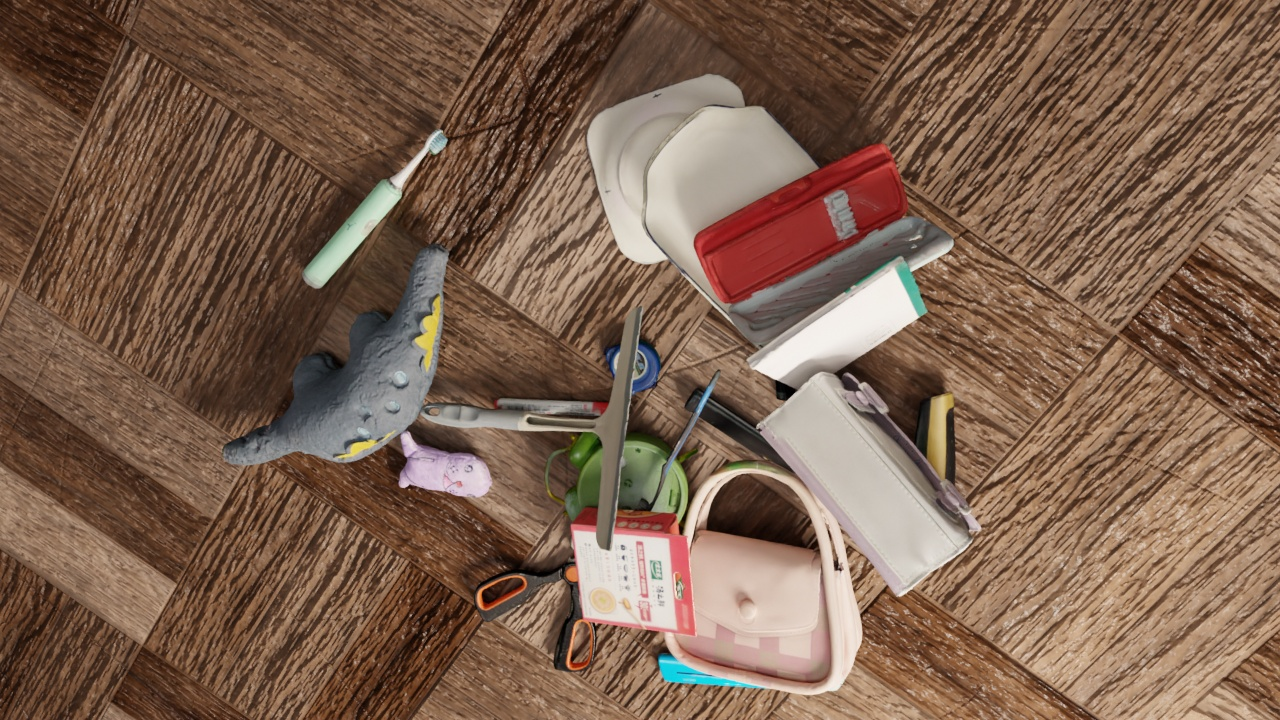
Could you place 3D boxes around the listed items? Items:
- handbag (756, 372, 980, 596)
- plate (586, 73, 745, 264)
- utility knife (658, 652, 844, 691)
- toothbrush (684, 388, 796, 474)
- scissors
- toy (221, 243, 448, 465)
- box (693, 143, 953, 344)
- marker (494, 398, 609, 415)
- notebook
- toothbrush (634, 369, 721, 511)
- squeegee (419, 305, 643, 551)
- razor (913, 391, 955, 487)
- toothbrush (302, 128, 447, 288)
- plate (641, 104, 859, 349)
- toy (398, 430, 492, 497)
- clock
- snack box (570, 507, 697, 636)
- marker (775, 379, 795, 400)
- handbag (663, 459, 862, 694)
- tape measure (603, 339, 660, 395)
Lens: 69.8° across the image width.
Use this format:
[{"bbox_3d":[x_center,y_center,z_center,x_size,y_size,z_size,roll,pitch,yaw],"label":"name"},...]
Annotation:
[{"bbox_3d":[0.220,0.106,0.863,0.098,0.144,0.197,-42,74,15],"label":"handbag"},{"bbox_3d":[0.035,-0.183,0.898,0.164,0.034,0.164,-15,102,12],"label":"plate"},{"bbox_3d":[0.124,0.357,1.042,0.209,0.018,0.034,3,105,7],"label":"utility knife"},{"bbox_3d":[0.141,0.096,0.963,0.212,0.027,0.026,32,152,-2],"label":"toothbrush"},{"bbox_3d":[-0.085,0.258,1.048,0.221,0.021,0.231,-11,101,8],"label":"scissors"},{"bbox_3d":[-0.307,0.031,0.986,0.357,0.091,0.138,-38,84,15],"label":"toy"},{"bbox_3d":[0.161,-0.103,0.815,0.201,0.099,0.112,-27,108,-2],"label":"box"},{"bbox_3d":[-0.087,0.051,0.992,0.145,0.017,0.017,2,105,9],"label":"marker"},{"bbox_3d":[0.186,-0.024,0.833,0.150,0.209,0.012,-35,71,14],"label":"notebook"},{"bbox_3d":[0.034,0.090,0.927,0.016,0.014,0.190,30,105,15],"label":"toothbrush"},{"bbox_3d":[-0.120,0.063,0.965,0.247,0.039,0.246,2,78,22],"label":"squeegee"},{"bbox_3d":[0.302,0.113,0.928,0.068,0.062,0.167,7,103,40],"label":"razor"},{"bbox_3d":[-0.279,-0.159,0.960,0.225,0.026,0.027,-43,73,17],"label":"toothbrush"},{"bbox_3d":[0.116,-0.120,0.875,0.265,0.034,0.162,42,95,-16],"label":"plate"},{"bbox_3d":[-0.216,0.120,1.018,0.108,0.038,0.084,14,127,6],"label":"toy"},{"bbox_3d":[-0.024,0.130,0.978,0.161,0.056,0.116,7,103,4],"label":"clock"},{"bbox_3d":[0.000,0.212,0.930,0.127,0.044,0.113,1,108,22],"label":"snack box"},{"bbox_3d":[0.145,-0.024,0.932,0.022,0.020,0.132,-10,104,-18],"label":"marker"},{"bbox_3d":[0.123,0.212,0.941,0.194,0.093,0.234,5,103,28],"label":"handbag"},{"bbox_3d":[-0.006,0.006,0.961,0.054,0.025,0.058,-21,98,12],"label":"tape measure"}]
